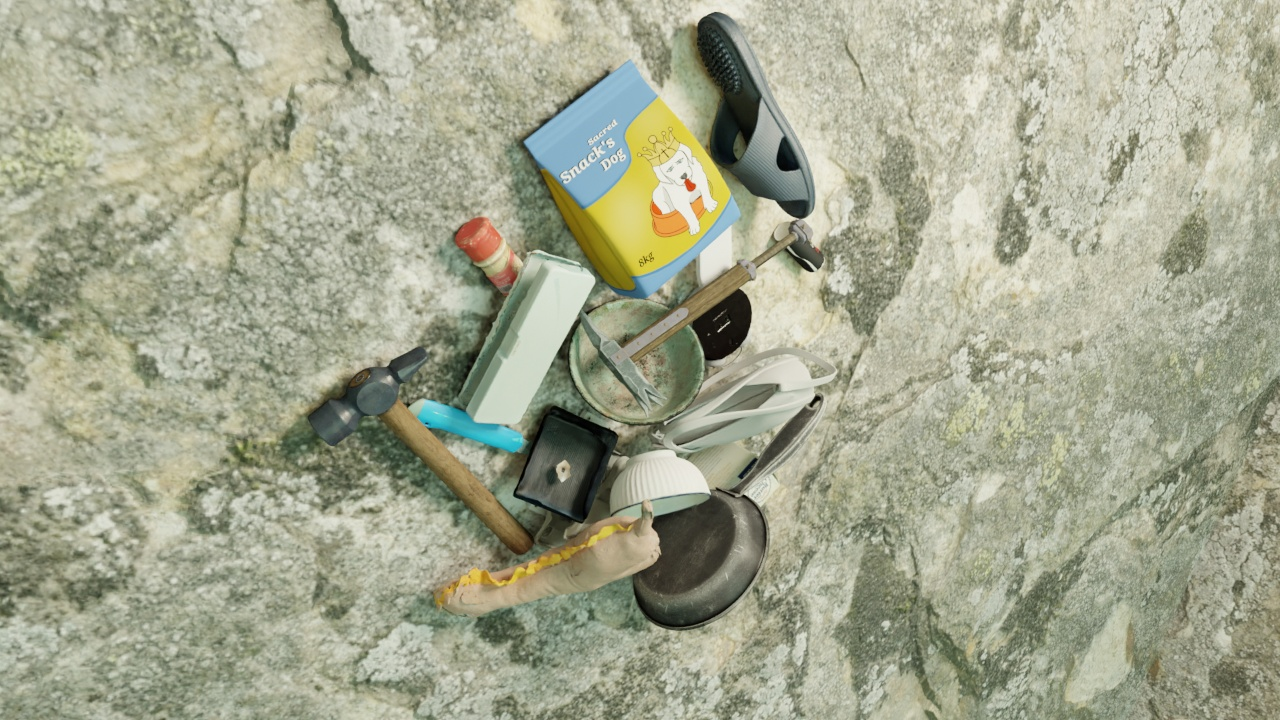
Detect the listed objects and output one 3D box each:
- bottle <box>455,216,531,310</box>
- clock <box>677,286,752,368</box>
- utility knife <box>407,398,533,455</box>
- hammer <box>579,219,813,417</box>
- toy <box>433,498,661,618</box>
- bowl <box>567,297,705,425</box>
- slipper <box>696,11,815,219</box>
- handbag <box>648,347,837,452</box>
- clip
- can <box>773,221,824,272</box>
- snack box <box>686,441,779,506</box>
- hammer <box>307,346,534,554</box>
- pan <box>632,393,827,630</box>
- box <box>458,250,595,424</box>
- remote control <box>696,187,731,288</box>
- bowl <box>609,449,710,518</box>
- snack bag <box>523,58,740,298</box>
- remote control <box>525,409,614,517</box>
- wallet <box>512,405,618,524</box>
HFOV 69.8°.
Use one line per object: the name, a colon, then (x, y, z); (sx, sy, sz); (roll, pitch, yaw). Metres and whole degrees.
bottle: (-0.145, -0.100, 0.959); (0.044, 0.044, 0.109); (-48, 129, -11)
clock: (0.098, -0.044, 1.161); (0.094, 0.035, 0.123); (-40, 127, -17)
utility knife: (-0.182, 0.077, 1.017); (0.178, 0.015, 0.031); (26, 94, -37)
hammer: (0.082, -0.081, 1.070); (0.316, 0.147, 0.028); (-36, 167, -21)
toy: (-0.106, 0.226, 1.027); (0.264, 0.065, 0.196); (-10, 145, -6)
bowl: (-0.007, 0.006, 1.056); (0.157, 0.157, 0.039); (-34, 166, -21)
slipper: (0.114, -0.263, 1.054); (0.082, 0.101, 0.264); (-37, 120, -10)
handbag: (0.105, 0.049, 1.084); (0.222, 0.216, 0.095); (-12, 76, -58)
clip: (-0.039, 0.187, 1.115); (0.152, 0.097, 0.126); (-51, 140, 5)
can: (0.209, -0.148, 1.201); (0.080, 0.031, 0.031); (36, 85, -39)
snack box: (0.072, 0.198, 1.193); (0.207, 0.104, 0.057); (-45, 130, -13)
hammer: (-0.205, 0.120, 0.999); (0.129, 0.040, 0.322); (-38, 130, -6)
pan: (0.117, 0.167, 1.110); (0.356, 0.187, 0.055); (-52, 125, -16)
box: (-0.119, -0.019, 0.971); (0.083, 0.066, 0.199); (19, 114, -24)
remote control: (0.088, -0.149, 1.103); (0.043, 0.013, 0.136); (-3, 95, -22)
bowl: (0.018, 0.141, 1.066); (0.118, 0.118, 0.062); (1, 68, -36)
snack bag: (-0.011, -0.193, 0.990); (0.158, 0.102, 0.205); (-42, 115, -16)
remote control: (-0.085, 0.127, 1.110); (0.050, 0.011, 0.136); (32, 89, -41)
wallet: (-0.086, 0.120, 1.057); (0.089, 0.026, 0.114); (25, 69, -9)
